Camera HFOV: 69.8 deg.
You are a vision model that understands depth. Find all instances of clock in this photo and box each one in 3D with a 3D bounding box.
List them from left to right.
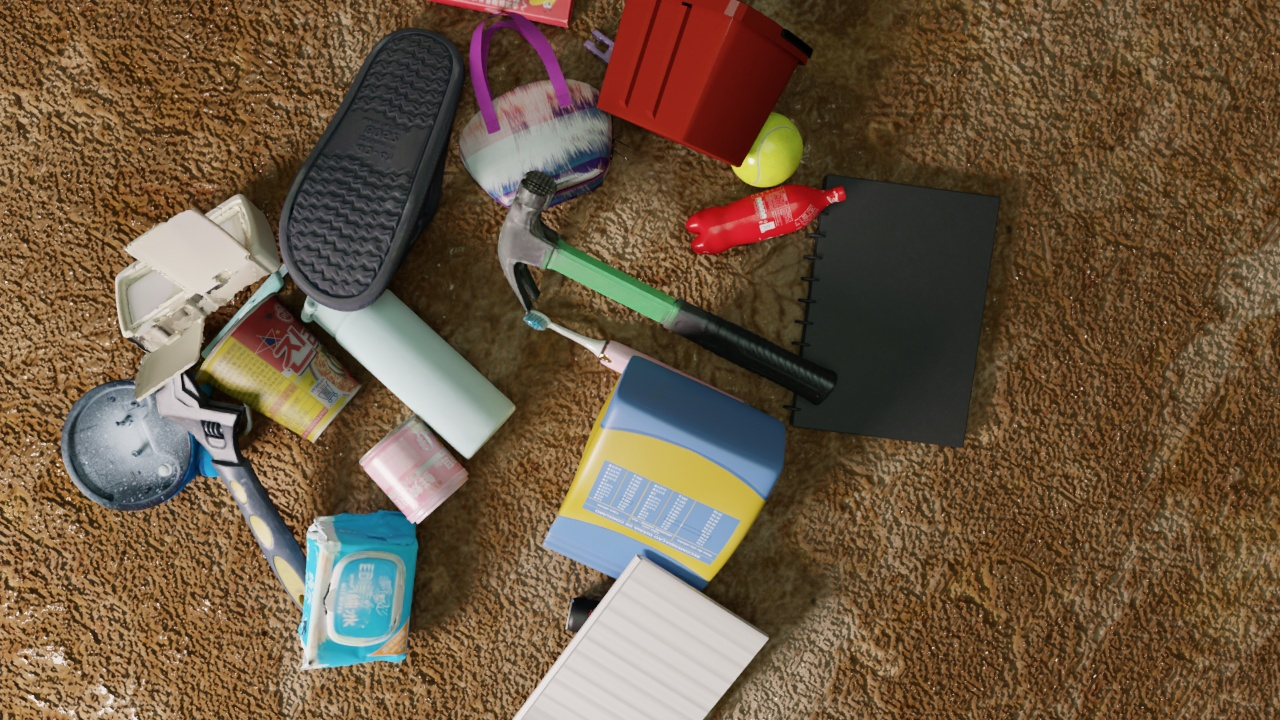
[{"bbox_3d":[-0.432,0.067,0.829,0.161,0.060,0.117,-21,92,0],"label":"clock"}]

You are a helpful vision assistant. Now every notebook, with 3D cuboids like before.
[{"bbox_3d":[-0.002,0.293,0.841,0.142,0.009,0.210,33,103,-7],"label":"notebook"},{"bbox_3d":[0.228,-0.045,0.841,0.169,0.019,0.231,7,93,-2],"label":"notebook"}]

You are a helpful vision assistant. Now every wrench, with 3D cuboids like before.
[{"bbox_3d":[-0.344,0.120,0.807,0.073,0.022,0.273,-11,114,18],"label":"wrench"}]

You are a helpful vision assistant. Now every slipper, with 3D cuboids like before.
[{"bbox_3d":[-0.229,-0.164,0.810,0.111,0.083,0.267,17,74,2],"label":"slipper"}]

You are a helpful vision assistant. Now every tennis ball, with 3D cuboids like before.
[{"bbox_3d":[0.110,-0.186,0.809,0.065,0.065,0.065,0,93,0],"label":"tennis ball"}]

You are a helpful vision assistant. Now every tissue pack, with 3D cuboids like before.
[{"bbox_3d":[-0.253,0.206,0.821,0.092,0.062,0.144,4,93,-27],"label":"tissue pack"}]

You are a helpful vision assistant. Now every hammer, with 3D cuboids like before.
[{"bbox_3d":[0.024,-0.043,0.801,0.318,0.032,0.131,26,135,-4],"label":"hammer"}]

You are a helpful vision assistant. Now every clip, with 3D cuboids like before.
[{"bbox_3d":[-0.028,-0.277,0.831,0.052,0.013,0.036,35,92,1],"label":"clip"}]

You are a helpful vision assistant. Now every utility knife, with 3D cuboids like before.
[{"bbox_3d":[-0.347,-0.059,0.844,0.158,0.015,0.022,-49,61,1],"label":"utility knife"}]

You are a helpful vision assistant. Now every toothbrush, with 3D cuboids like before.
[{"bbox_3d":[-0.005,0.005,0.840,0.222,0.026,0.027,25,120,-1],"label":"toothbrush"}]

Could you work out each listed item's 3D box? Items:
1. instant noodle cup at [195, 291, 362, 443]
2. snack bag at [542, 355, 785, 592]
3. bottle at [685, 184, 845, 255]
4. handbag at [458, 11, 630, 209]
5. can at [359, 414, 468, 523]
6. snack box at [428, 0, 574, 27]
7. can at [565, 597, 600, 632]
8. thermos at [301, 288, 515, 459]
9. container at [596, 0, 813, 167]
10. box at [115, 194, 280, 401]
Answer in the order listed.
[{"bbox_3d":[-0.311,0.011,0.813,0.112,0.100,0.100,39,92,-11],"label":"instant noodle cup"},{"bbox_3d":[0.016,0.122,0.818,0.159,0.102,0.206,25,116,-1],"label":"snack bag"},{"bbox_3d":[0.112,-0.129,0.817,0.142,0.042,0.042,-15,93,9],"label":"bottle"},{"bbox_3d":[-0.099,-0.225,0.814,0.144,0.068,0.170,-19,87,2],"label":"handbag"},{"bbox_3d":[-0.202,0.099,0.825,0.067,0.067,0.076,-41,92,2],"label":"can"},{"bbox_3d":[-0.121,-0.356,0.821,0.133,0.021,0.089,11,94,-1],"label":"snack box"},{"bbox_3d":[-0.027,0.242,0.851,0.080,0.031,0.031,11,93,-1],"label":"can"},{"bbox_3d":[-0.208,-0.004,0.820,0.207,0.065,0.077,43,54,-2],"label":"thermos"},{"bbox_3d":[0.059,-0.279,0.752,0.148,0.126,0.201,34,107,39],"label":"container"},{"bbox_3d":[-0.386,-0.073,0.760,0.145,0.186,0.101,-36,126,-1],"label":"box"}]
